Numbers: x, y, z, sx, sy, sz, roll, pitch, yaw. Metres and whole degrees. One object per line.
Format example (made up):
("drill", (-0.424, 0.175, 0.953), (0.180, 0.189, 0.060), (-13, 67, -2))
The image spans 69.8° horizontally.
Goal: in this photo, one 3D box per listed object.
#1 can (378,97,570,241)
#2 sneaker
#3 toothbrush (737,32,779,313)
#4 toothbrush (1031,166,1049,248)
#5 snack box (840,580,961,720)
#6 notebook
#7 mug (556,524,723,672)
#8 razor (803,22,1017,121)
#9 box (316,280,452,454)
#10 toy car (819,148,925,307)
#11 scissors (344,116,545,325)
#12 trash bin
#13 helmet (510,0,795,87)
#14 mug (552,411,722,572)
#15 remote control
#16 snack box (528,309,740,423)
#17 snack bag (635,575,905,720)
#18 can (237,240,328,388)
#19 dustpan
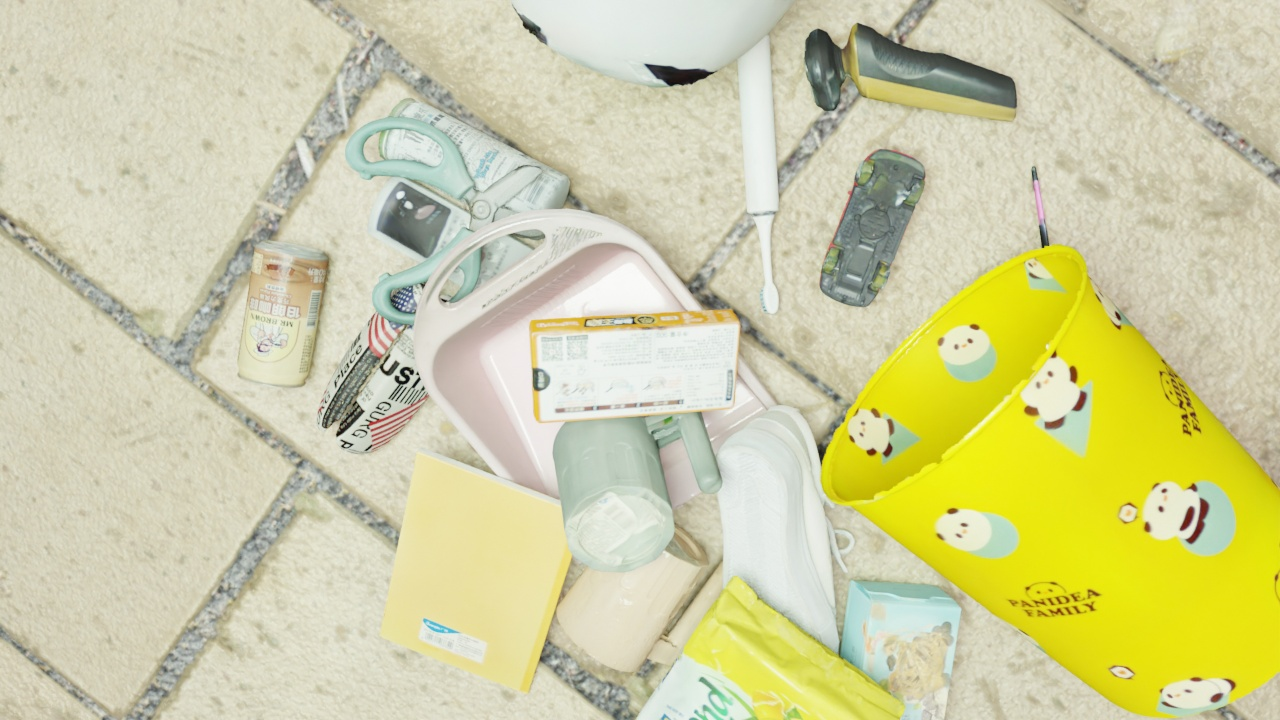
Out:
("can", (-0.132, -0.153, 0.735), (0.147, 0.058, 0.058), (28, 99, 4))
("sneaker", (0.118, 0.147, 0.734), (0.090, 0.090, 0.242), (5, 119, 34))
("toothbrush", (0.095, -0.147, 0.722), (0.026, 0.026, 0.221), (-6, 96, -14))
("toothbrush", (0.316, -0.056, 0.711), (0.018, 0.014, 0.189), (-10, 95, 21))
("snack box", (0.201, 0.267, 0.737), (0.074, 0.051, 0.175), (5, 97, -8))
("notebook", (-0.138, 0.182, 0.769), (0.146, 0.010, 0.207), (20, 117, 4))
("mug", (0.010, 0.191, 0.748), (0.124, 0.084, 0.103), (29, 100, -29))
("razor", (0.203, -0.209, 0.693), (0.167, 0.062, 0.068), (13, 128, 0))
("box", (-0.216, -0.004, 0.768), (0.087, 0.076, 0.163), (44, 103, 23))
("toy car", (0.176, -0.102, 0.707), (0.053, 0.045, 0.121), (21, 104, 2))
("scissors", (-0.160, -0.098, 0.707), (0.170, 0.019, 0.181), (21, 98, 1))
("trash bin", (0.297, 0.090, 0.632), (0.255, 0.229, 0.230), (41, 100, -4))
("helmet", (0.004, -0.278, 0.634), (0.229, 0.146, 0.257), (20, 56, 5))
("mug", (-0.003, 0.085, 0.681), (0.124, 0.103, 0.084), (-26, 119, 6))
("remote control", (-0.154, -0.097, 0.764), (0.150, 0.021, 0.058), (29, 99, 3))
("snack box", (-0.004, 0.004, 0.679), (0.153, 0.026, 0.075), (-4, 119, -8))
("snack bag", (0.084, 0.296, 0.725), (0.158, 0.068, 0.247), (34, 122, 12))
("can", (-0.301, -0.039, 0.771), (0.058, 0.058, 0.116), (14, 98, 6))
("dustpan", (-0.041, 0.023, 0.704), (0.223, 0.138, 0.273), (-35, 91, 9))
